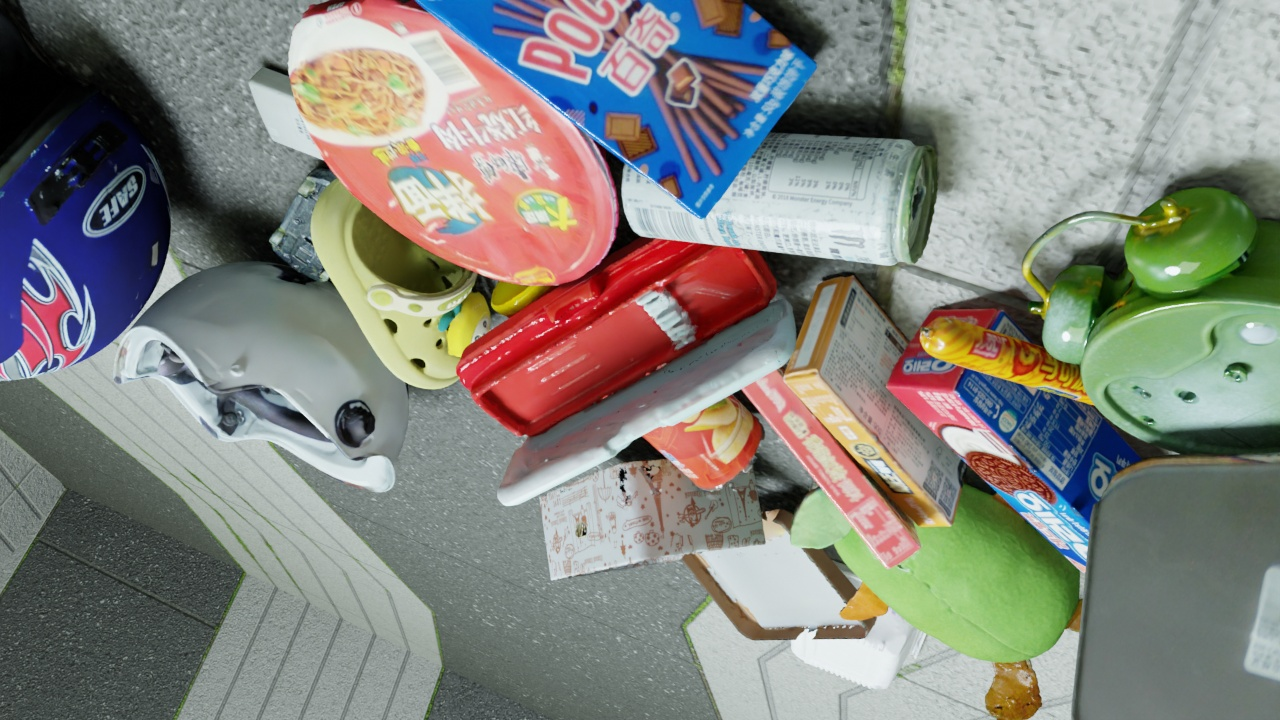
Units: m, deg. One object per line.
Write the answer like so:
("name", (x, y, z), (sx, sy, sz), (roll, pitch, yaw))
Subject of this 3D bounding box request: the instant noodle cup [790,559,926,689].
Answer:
("instant noodle cup", (0.203, 0.262, 0.894), (0.138, 0.060, 0.174), (17, 148, 19))

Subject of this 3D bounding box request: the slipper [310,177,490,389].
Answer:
("slipper", (-0.160, -0.051, 0.665), (0.082, 0.091, 0.191), (4, 142, 28))

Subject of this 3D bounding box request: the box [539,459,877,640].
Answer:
("box", (0.055, 0.161, 0.795), (0.272, 0.130, 0.180), (27, 153, -20))

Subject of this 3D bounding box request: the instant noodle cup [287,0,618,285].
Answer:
("instant noodle cup", (-0.090, -0.128, 0.502), (0.194, 0.065, 0.194), (20, 151, 12))

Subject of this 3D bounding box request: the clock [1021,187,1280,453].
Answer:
("clock", (0.249, -0.016, 0.408), (0.161, 0.056, 0.116), (28, 151, -2))

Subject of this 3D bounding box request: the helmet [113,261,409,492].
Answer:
("helmet", (-0.309, 0.003, 0.820), (0.230, 0.145, 0.258), (-2, 149, 44))

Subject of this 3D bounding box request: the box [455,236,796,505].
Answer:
("box", (-0.012, 0.005, 0.531), (0.202, 0.101, 0.095), (-30, 123, 20))

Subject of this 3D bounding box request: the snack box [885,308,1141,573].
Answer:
("snack box", (0.234, 0.055, 0.523), (0.207, 0.057, 0.058), (39, 165, -21))

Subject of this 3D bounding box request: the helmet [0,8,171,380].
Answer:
("helmet", (-0.481, -0.120, 0.676), (0.240, 0.246, 0.317), (24, 140, -14))

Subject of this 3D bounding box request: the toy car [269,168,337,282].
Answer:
("toy car", (-0.243, -0.105, 0.703), (0.054, 0.036, 0.121), (37, 140, -15))

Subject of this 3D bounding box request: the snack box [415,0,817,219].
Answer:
("snack box", (-0.009, -0.141, 0.398), (0.157, 0.084, 0.026), (35, -172, -14))

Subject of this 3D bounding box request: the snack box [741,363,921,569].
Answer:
("snack box", (0.114, 0.054, 0.572), (0.153, 0.025, 0.075), (51, -167, 3))

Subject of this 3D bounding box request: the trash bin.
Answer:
("trash bin", (0.330, 0.153, 0.424), (0.219, 0.198, 0.199), (32, 154, -33))

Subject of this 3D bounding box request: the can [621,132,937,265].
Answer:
("can", (0.065, -0.083, 0.452), (0.147, 0.058, 0.058), (10, 147, 27))

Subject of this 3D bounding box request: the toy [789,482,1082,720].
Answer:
("toy", (0.228, 0.146, 0.651), (0.246, 0.089, 0.228), (39, 124, -6))

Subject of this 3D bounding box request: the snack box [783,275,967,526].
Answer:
("snack box", (0.147, 0.027, 0.543), (0.026, 0.075, 0.153), (-13, 132, 47))

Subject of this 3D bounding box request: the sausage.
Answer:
("sausage", (0.202, 0.004, 0.464), (0.165, 0.021, 0.022), (13, 158, -25))

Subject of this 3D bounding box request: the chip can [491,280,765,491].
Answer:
("chip can", (-0.004, 0.004, 0.639), (0.073, 0.073, 0.216), (-11, 135, 48))

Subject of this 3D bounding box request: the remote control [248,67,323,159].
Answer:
("remote control", (-0.189, -0.148, 0.602), (0.135, 0.019, 0.056), (21, 151, 10))
